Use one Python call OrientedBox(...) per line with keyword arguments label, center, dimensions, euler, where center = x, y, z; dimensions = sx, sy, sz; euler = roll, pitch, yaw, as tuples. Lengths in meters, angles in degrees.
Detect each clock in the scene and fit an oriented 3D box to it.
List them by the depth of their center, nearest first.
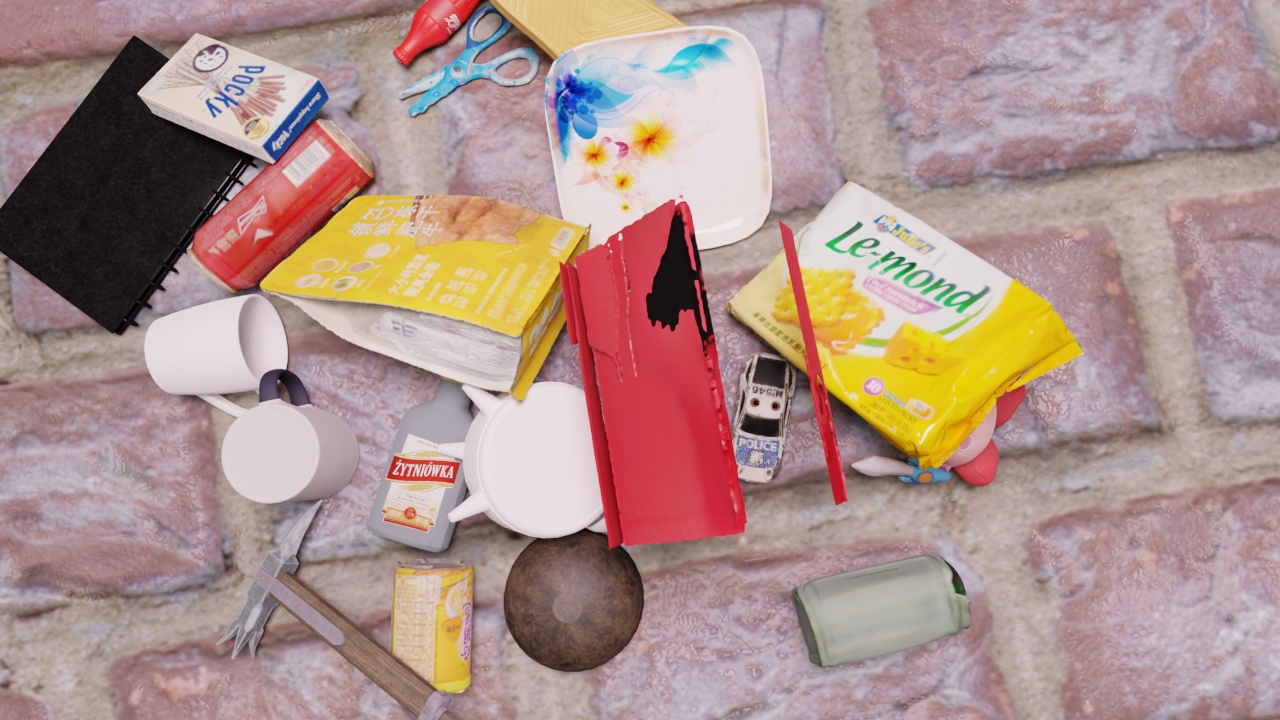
OrientedBox(label="clock", center=(-0.081, 0.082, 0.764), dimensions=(0.160, 0.073, 0.125), euler=(8, 83, -27))

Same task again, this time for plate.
OrientedBox(label="plate", center=(0.017, -0.185, 0.794), dimensions=(0.187, 0.016, 0.187), euler=(-9, 109, -1))

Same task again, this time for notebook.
OrientedBox(label="notebook", center=(-0.466, -0.160, 0.839), dimensions=(0.169, 0.019, 0.231), euler=(34, 86, 6))

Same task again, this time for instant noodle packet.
OrientedBox(label="instant noodle packet", center=(-0.170, -0.071, 0.754), dimensions=(0.222, 0.084, 0.162), euler=(16, 42, 7))

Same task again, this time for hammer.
OrientedBox(label="hammer", center=(-0.196, 0.239, 0.718), dimensions=(0.317, 0.028, 0.147), euler=(26, 88, 27))

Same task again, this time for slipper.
OrientedBox(label="slipper", center=(-0.029, -0.282, 0.806), dimensions=(0.263, 0.078, 0.099), euler=(36, 100, -14))

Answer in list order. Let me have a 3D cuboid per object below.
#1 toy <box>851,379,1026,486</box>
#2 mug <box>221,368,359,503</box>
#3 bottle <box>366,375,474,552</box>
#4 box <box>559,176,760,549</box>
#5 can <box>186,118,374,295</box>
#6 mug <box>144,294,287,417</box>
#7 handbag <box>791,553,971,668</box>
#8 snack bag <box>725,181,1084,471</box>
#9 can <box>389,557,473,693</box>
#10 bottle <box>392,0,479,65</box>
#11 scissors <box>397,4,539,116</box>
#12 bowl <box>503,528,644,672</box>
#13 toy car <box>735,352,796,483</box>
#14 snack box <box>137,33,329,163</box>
OrientedBox(label="toy", center=(0.239, 0.048, 0.775), dimensions=(0.131, 0.097, 0.124), euler=(22, 91, -15))
OrientedBox(label="mug", center=(-0.293, 0.062, 0.770), dimensions=(0.078, 0.097, 0.112), euler=(-12, 83, 0))
OrientedBox(label="bottle", center=(-0.176, 0.077, 0.790), dimensions=(0.072, 0.046, 0.161), euler=(17, 84, 3))
OrientedBox(label="box", center=(0.006, 0.023, 0.658), dimensions=(0.124, 0.316, 0.211), euler=(-9, 81, 2))
OrientedBox(label="can", center=(-0.314, -0.135, 0.807), dimensions=(0.170, 0.067, 0.067), euler=(-44, 84, -3))
OrientedBox(label="mug", center=(-0.362, 0.005, 0.796), dimensions=(0.088, 0.080, 0.114), euler=(-9, 115, 7))
OrientedBox(label="handbag", center=(0.190, 0.199, 0.737), dimensions=(0.122, 0.106, 0.067), euler=(-14, 80, 0))
OrientedBox(label="snack bag", center=(0.201, -0.028, 0.740), dimensions=(0.159, 0.068, 0.247), euler=(-42, 55, -6))
OrientedBox(label="can", center=(-0.174, 0.220, 0.764), dimensions=(0.067, 0.067, 0.105), euler=(1, 83, 2))
OrientedBox(label="bottle", center=(-0.180, -0.317, 0.838), dimensions=(0.036, 0.036, 0.119), euler=(42, 87, 5))
OrientedBox(label="scissors", center=(-0.169, -0.277, 0.848), dimensions=(0.141, 0.014, 0.090), euler=(-22, 85, 1))
OrientedBox(label="bowl", center=(-0.058, 0.203, 0.768), dimensions=(0.121, 0.056, 0.121), euler=(0, 84, 2))
OrientedBox(label="toy car", center=(0.104, 0.049, 0.788), dimensions=(0.048, 0.040, 0.112), euler=(9, 85, 4))
OrientedBox(label="snack box", center=(-0.356, -0.231, 0.804), dimensions=(0.150, 0.026, 0.081), euler=(23, 68, 19))
